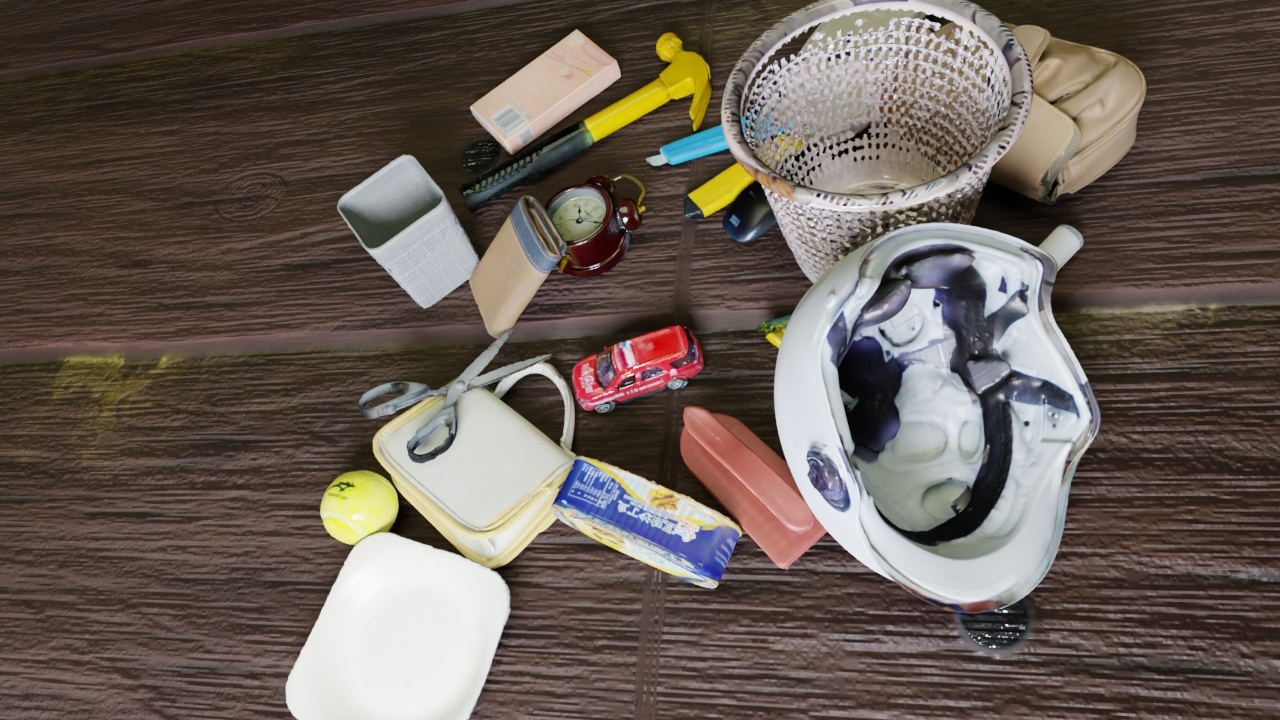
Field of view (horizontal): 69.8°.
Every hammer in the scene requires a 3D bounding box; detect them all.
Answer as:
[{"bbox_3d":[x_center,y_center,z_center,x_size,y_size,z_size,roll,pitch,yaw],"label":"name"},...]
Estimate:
[{"bbox_3d":[-0.058,-0.244,0.986,0.300,0.033,0.128,-29,56,-2],"label":"hammer"}]

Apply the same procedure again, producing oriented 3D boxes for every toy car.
[{"bbox_3d":[-0.005,0.005,0.818,0.120,0.045,0.052,-21,55,6],"label":"toy car"}]

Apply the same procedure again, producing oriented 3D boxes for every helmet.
[{"bbox_3d":[0.189,0.038,0.658,0.228,0.146,0.258,-15,94,-24],"label":"helmet"}]

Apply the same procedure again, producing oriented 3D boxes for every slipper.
[{"bbox_3d":[0.234,-0.320,0.931,0.114,0.054,0.273,22,71,26],"label":"slipper"}]

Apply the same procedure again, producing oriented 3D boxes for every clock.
[{"bbox_3d":[-0.047,-0.137,0.905,0.122,0.055,0.082,-41,57,-6],"label":"clock"}]

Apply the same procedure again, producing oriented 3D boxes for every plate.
[{"bbox_3d":[-0.190,0.232,0.741,0.164,0.034,0.164,14,70,22],"label":"plate"}]

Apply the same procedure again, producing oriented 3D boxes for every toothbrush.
[{"bbox_3d":[0.289,-0.032,0.763,0.220,0.027,0.026,-44,91,-10],"label":"toothbrush"}]

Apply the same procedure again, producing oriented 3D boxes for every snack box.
[{"bbox_3d":[-0.108,-0.305,1.039,0.157,0.026,0.084,-37,57,-7],"label":"snack box"}]

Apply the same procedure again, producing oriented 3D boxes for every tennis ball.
[{"bbox_3d":[-0.245,0.129,0.803,0.065,0.065,0.065,-7,59,12],"label":"tennis ball"}]

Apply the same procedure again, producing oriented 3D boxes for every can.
[{"bbox_3d":[0.003,0.127,0.724,0.148,0.075,0.049,21,69,16],"label":"can"}]

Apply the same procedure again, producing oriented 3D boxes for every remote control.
[{"bbox_3d":[0.137,-0.165,0.887,0.136,0.024,0.053,-38,56,-7],"label":"remote control"}]

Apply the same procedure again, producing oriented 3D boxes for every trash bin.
[{"bbox_3d":[0.194,-0.158,0.764,0.228,0.192,0.227,-7,59,12],"label":"trash bin"}]

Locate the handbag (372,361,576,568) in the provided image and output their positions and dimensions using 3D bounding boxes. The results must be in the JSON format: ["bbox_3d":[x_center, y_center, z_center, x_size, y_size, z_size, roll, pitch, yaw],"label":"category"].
[{"bbox_3d":[-0.121,0.078,0.809,0.163,0.063,0.178,34,59,30],"label":"handbag"}]

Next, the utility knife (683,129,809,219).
[{"bbox_3d":[0.121,-0.194,0.914,0.192,0.015,0.033,-33,64,-6],"label":"utility knife"}]

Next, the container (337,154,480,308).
[{"bbox_3d":[-0.223,-0.123,0.914,0.090,0.114,0.090,-37,57,-6],"label":"container"}]

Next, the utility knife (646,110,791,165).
[{"bbox_3d":[0.083,-0.229,0.944,0.162,0.018,0.034,-16,52,9],"label":"utility knife"}]

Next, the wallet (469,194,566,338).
[{"bbox_3d":[-0.121,-0.089,0.880,0.115,0.033,0.090,-50,50,29],"label":"wallet"}]

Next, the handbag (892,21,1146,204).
[{"bbox_3d":[0.331,-0.231,0.823,0.204,0.100,0.147,30,76,33],"label":"handbag"}]

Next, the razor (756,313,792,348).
[{"bbox_3d":[0.152,0.009,0.778,0.043,0.028,0.132,-14,48,-31],"label":"razor"}]

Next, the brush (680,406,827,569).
[{"bbox_3d":[0.085,0.092,0.725,0.063,0.069,0.146,-40,58,-10],"label":"brush"}]

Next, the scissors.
[{"bbox_3d":[-0.165,0.026,0.815,0.178,0.014,0.159,-4,44,-2],"label":"scissors"}]
